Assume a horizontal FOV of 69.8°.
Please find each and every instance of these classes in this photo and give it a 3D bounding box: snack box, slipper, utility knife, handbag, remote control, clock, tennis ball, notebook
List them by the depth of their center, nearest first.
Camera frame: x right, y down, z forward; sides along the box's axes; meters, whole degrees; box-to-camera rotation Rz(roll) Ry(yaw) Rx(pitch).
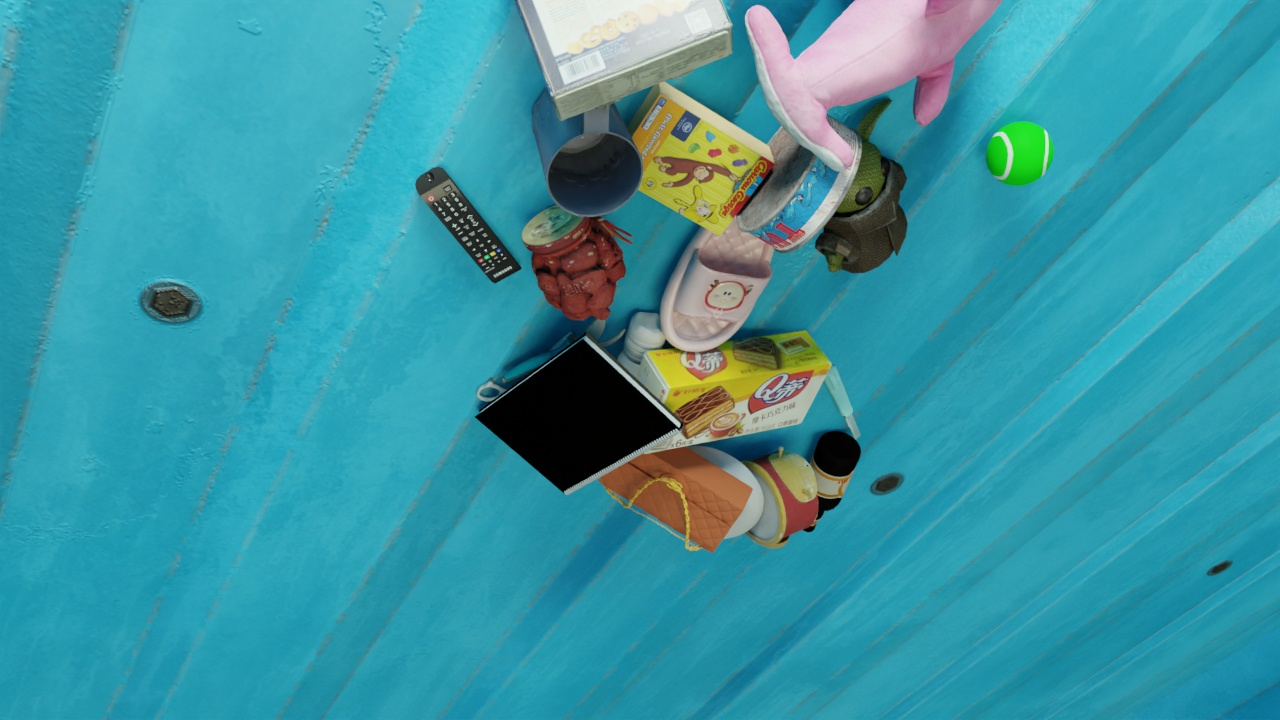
[{"bbox_3d":[-0.021,-0.277,0.702,0.144,0.145,0.042,-21,166,2],"label":"snack box"},{"bbox_3d":[0.047,-0.189,0.862,0.125,0.040,0.088,26,122,-19],"label":"snack box"},{"bbox_3d":[-0.165,-0.127,0.892,0.033,0.015,0.147,-27,135,9],"label":"remote control"},{"bbox_3d":[0.394,-0.215,0.955,0.065,0.065,0.065,-9,135,-10],"label":"tennis ball"},{"bbox_3d":[0.097,-0.101,0.967,0.106,0.055,0.222,10,120,-26],"label":"slipper"},{"bbox_3d":[-0.072,0.067,1.023,0.149,0.016,0.207,43,131,-16],"label":"notebook"},{"bbox_3d":[0.102,0.034,1.073,0.229,0.061,0.110,-8,136,-28],"label":"snack box"},{"bbox_3d":[0.037,0.166,1.151,0.172,0.060,0.109,31,129,6],"label":"handbag"},{"bbox_3d":[0.270,0.060,1.218,0.022,0.015,0.165,-26,133,8],"label":"utility knife"},{"bbox_3d":[0.181,0.191,1.247,0.081,0.117,0.159,-16,146,-29],"label":"clock"}]

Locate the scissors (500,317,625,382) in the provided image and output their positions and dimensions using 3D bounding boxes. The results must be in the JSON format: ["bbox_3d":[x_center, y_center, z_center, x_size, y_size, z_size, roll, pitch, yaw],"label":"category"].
[{"bbox_3d":[-0.083,0.009,1.034,0.155,0.019,0.125,-13,130,0],"label":"scissors"}]

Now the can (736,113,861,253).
[{"bbox_3d":[0.144,-0.166,0.846,0.044,0.129,0.130,27,122,-18],"label":"can"}]

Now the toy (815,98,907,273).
[{"bbox_3d":[0.221,-0.157,0.925,0.179,0.078,0.153,-55,145,-12],"label":"toy"}]

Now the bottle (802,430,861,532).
[{"bbox_3d":[0.259,0.181,1.303,0.059,0.059,0.182,-4,134,-15],"label":"bottle"}]

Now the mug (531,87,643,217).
[{"bbox_3d":[-0.049,-0.204,0.792,0.083,0.104,0.124,-8,135,-11],"label":"mug"}]

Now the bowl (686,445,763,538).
[{"bbox_3d":[0.084,0.184,1.202,0.150,0.043,0.150,13,126,18],"label":"bowl"}]

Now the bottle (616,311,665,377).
[{"bbox_3d":[-0.006,0.006,1.055,0.044,0.044,0.136,3,132,-21],"label":"bottle"}]

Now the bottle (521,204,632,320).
[{"bbox_3d":[-0.057,-0.098,0.911,0.099,0.098,0.111,-23,126,5],"label":"bottle"}]

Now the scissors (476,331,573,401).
[{"bbox_3d":[-0.116,0.032,1.067,0.141,0.014,0.175,8,128,-22],"label":"scissors"}]

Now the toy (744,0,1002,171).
[{"bbox_3d":[0.218,-0.280,0.756,0.265,0.128,0.187,-37,104,-13],"label":"toy"}]
